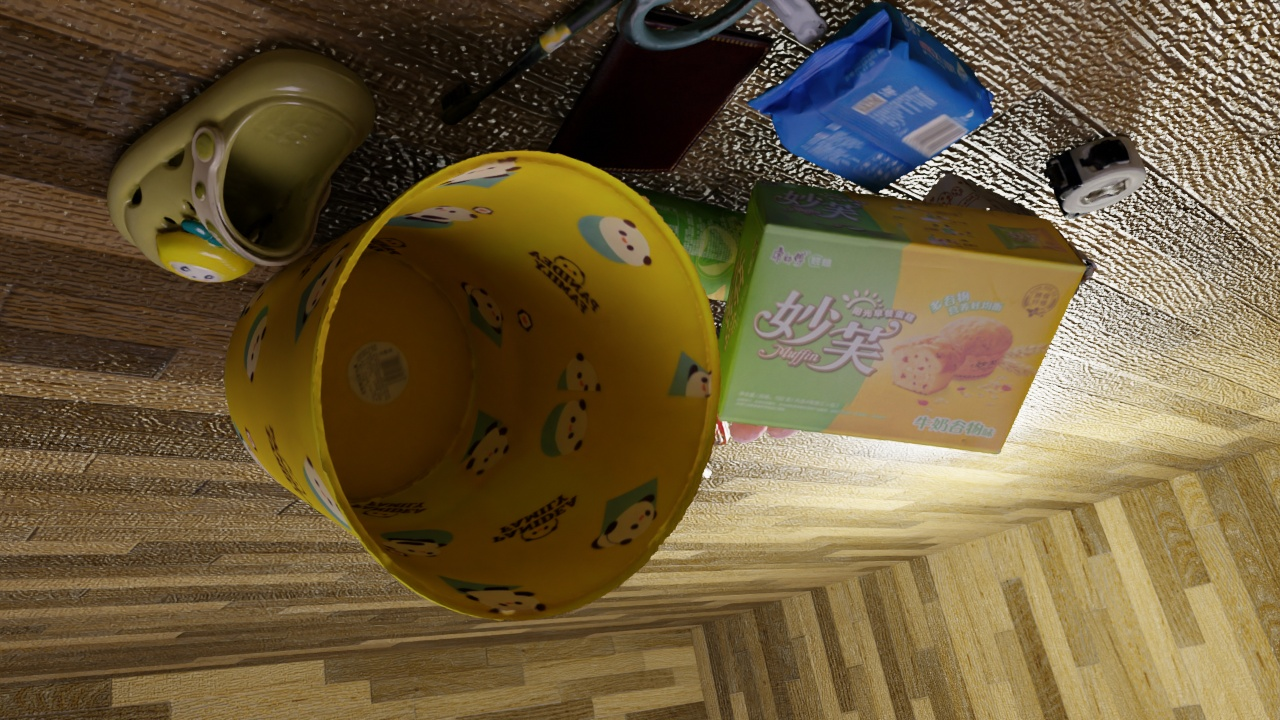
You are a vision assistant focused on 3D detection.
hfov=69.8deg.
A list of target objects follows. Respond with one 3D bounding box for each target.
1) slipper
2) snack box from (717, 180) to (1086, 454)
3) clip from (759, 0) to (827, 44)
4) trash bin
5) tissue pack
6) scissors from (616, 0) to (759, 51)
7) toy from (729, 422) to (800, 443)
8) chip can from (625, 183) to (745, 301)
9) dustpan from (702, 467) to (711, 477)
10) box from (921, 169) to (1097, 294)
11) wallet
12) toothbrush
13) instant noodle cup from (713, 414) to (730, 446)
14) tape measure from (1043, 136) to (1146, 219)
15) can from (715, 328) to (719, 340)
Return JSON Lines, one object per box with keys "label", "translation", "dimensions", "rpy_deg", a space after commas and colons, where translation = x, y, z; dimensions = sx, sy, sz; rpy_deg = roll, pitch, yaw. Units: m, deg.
{"label": "slipper", "translation": [-0.222, -0.093, 0.505], "dimensions": [0.191, 0.081, 0.091], "rpy_deg": [-28, 150, 30]}
{"label": "snack box", "translation": [0.165, -0.025, 0.626], "dimensions": [0.210, 0.069, 0.158], "rpy_deg": [7, 124, -4]}
{"label": "clip", "translation": [0.079, -0.194, 0.490], "dimensions": [0.025, 0.029, 0.057], "rpy_deg": [-29, 142, 32]}
{"label": "trash bin", "translation": [-0.122, 0.013, 0.549], "dimensions": [0.229, 0.229, 0.256], "rpy_deg": [7, 176, -37]}
{"label": "tissue pack", "translation": [0.142, -0.157, 0.553], "dimensions": [0.157, 0.052, 0.095], "rpy_deg": [9, 148, -46]}
{"label": "scissors", "translation": [0.032, -0.216, 0.396], "dimensions": [0.173, 0.019, 0.179], "rpy_deg": [-34, 143, 28]}
{"label": "toy", "translation": [0.161, 0.037, 0.925], "dimensions": [0.122, 0.054, 0.159], "rpy_deg": [-14, -166, 46]}
{"label": "chip can", "translation": [0.033, -0.081, 0.660], "dimensions": [0.221, 0.072, 0.073], "rpy_deg": [7, 152, -36]}
{"label": "dustpan", "translation": [-0.075, 0.069, 0.883], "dimensions": [0.223, 0.139, 0.272], "rpy_deg": [3, -168, 24]}
{"label": "box", "translation": [0.225, -0.041, 0.777], "dimensions": [0.178, 0.124, 0.275], "rpy_deg": [5, 154, -45]}
{"label": "wallet", "translation": [0.009, -0.155, 0.546], "dimensions": [0.096, 0.020, 0.123], "rpy_deg": [-3, 156, -32]}
{"label": "toothbrush", "translation": [-0.039, -0.176, 0.479], "dimensions": [0.186, 0.017, 0.012], "rpy_deg": [-26, 151, 28]}
{"label": "instant noodle cup", "translation": [-0.005, 0.004, 0.784], "dimensions": [0.165, 0.079, 0.189], "rpy_deg": [11, 159, 16]}
{"label": "tape measure", "translation": [0.355, -0.144, 0.715], "dimensions": [0.066, 0.033, 0.065], "rpy_deg": [-23, 157, 27]}
{"label": "can", "translation": [0.016, 0.009, 0.890], "dimensions": [0.133, 0.053, 0.053], "rpy_deg": [-27, 153, 32]}
